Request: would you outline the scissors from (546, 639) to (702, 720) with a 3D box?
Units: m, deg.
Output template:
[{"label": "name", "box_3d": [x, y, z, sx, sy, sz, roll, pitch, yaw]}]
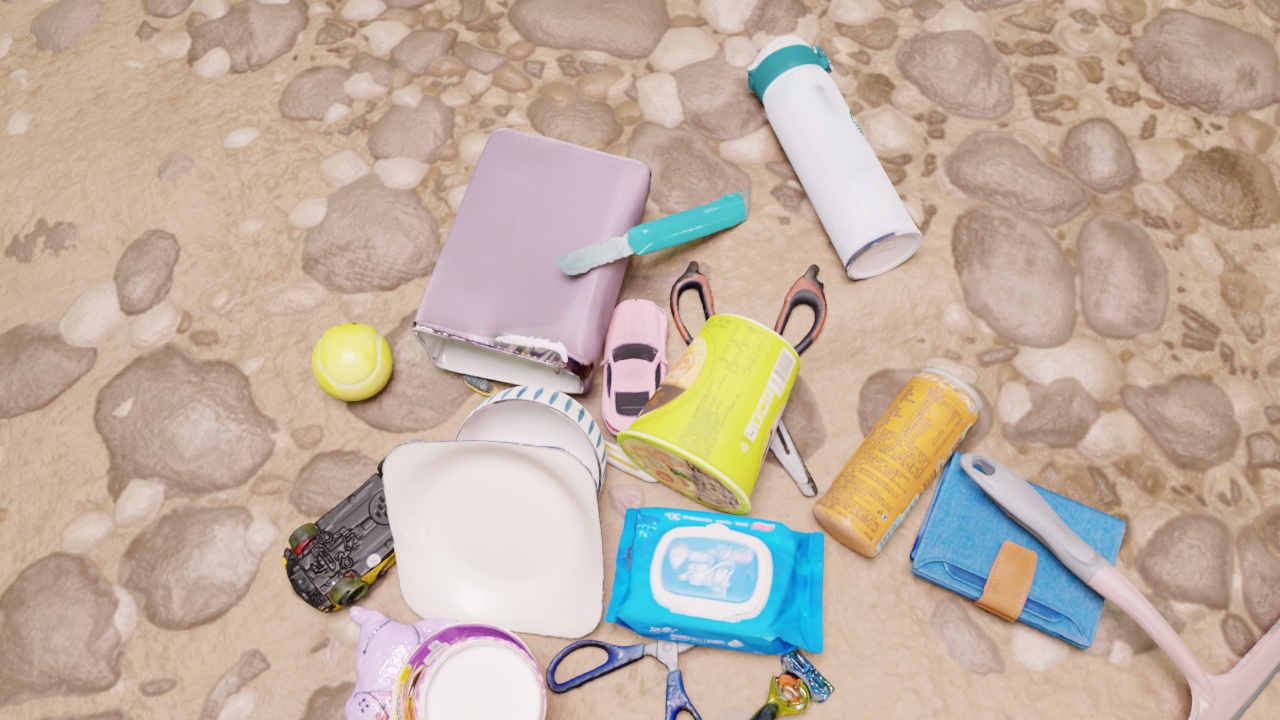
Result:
[{"label": "scissors", "box_3d": [0.010, 0.221, 0.677, 0.162, 0.012, 0.172, -4, 62, 10]}]

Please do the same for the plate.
[{"label": "plate", "box_3d": [-0.105, 0.128, 0.683, 0.164, 0.034, 0.164, 2, 113, 10]}]

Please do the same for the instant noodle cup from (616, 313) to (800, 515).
[{"label": "instant noodle cup", "box_3d": [0.059, 0.035, 0.690, 0.112, 0.112, 0.123, 26, 71, 15]}]

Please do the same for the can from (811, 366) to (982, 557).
[{"label": "can", "box_3d": [0.194, 0.076, 0.693, 0.058, 0.058, 0.146, 37, 77, 17]}]

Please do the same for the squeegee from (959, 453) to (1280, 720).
[{"label": "squeegee", "box_3d": [0.317, 0.154, 0.627, 0.247, 0.040, 0.249, -38, 76, -17]}]

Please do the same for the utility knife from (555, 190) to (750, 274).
[{"label": "utility knife", "box_3d": [0.018, -0.105, 0.747, 0.222, 0.013, 0.029, -23, 102, -39]}]

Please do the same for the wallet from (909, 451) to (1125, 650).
[{"label": "wallet", "box_3d": [0.275, 0.137, 0.674, 0.133, 0.040, 0.106, 23, 69, 14]}]

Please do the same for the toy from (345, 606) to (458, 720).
[{"label": "toy", "box_3d": [-0.183, 0.241, 0.683, 0.084, 0.039, 0.107, 4, 69, 1]}]

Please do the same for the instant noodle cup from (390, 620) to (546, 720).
[{"label": "instant noodle cup", "box_3d": [-0.113, 0.235, 0.630, 0.111, 0.099, 0.111, 5, 72, -15]}]

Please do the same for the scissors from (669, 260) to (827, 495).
[{"label": "scissors", "box_3d": [0.091, 0.007, 0.752, 0.189, 0.015, 0.226, 28, 76, 16]}]

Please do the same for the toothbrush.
[{"label": "toothbrush", "box_3d": [-0.067, 0.053, 0.751, 0.191, 0.018, 0.016, 26, 76, 15]}]

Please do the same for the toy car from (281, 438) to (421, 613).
[{"label": "toy car", "box_3d": [-0.209, 0.131, 0.725, 0.155, 0.041, 0.071, -43, 71, -13]}]

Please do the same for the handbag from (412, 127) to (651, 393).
[{"label": "handbag", "box_3d": [-0.083, -0.080, 0.758, 0.145, 0.098, 0.196, 12, 69, 12]}]

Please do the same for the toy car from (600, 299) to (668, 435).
[{"label": "toy car", "box_3d": [-0.005, 0.004, 0.753, 0.056, 0.037, 0.122, -1, 68, 4]}]

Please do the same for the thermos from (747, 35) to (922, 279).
[{"label": "thermos", "box_3d": [0.163, -0.181, 0.788, 0.073, 0.073, 0.224, -21, 68, -2]}]

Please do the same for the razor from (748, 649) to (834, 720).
[{"label": "razor", "box_3d": [0.076, 0.259, 0.639, 0.142, 0.022, 0.042, -35, 66, -24]}]

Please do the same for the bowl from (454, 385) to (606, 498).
[{"label": "bowl", "box_3d": [-0.079, 0.069, 0.710, 0.116, 0.066, 0.117, 4, 113, 10]}]

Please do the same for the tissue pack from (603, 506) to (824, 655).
[{"label": "tissue pack", "box_3d": [0.057, 0.158, 0.667, 0.157, 0.052, 0.094, 6, 62, 11]}]

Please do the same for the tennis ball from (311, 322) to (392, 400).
[{"label": "tennis ball", "box_3d": [-0.240, 0.001, 0.764, 0.065, 0.065, 0.065, -2, 69, 5]}]
